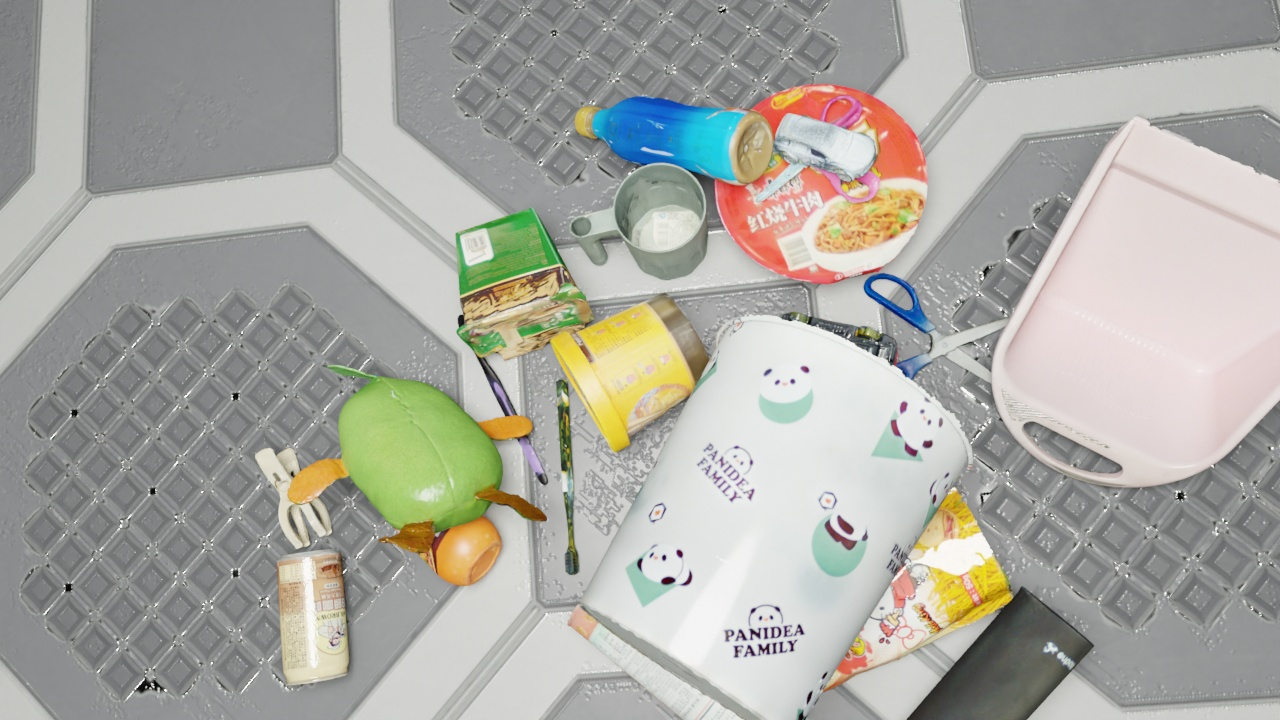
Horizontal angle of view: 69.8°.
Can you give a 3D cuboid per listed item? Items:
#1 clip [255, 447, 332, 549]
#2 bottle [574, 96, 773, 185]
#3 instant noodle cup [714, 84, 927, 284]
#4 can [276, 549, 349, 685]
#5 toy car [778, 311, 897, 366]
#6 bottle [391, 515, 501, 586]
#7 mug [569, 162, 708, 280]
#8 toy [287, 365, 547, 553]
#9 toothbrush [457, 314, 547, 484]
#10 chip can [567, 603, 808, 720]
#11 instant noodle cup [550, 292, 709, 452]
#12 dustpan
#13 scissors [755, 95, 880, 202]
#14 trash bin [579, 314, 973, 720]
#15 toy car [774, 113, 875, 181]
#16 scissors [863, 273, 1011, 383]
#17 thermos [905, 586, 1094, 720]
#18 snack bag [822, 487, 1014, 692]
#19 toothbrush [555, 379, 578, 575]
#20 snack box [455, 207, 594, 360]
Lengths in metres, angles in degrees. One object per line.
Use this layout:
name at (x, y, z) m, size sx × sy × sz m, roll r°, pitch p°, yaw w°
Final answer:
clip at (-0.336, 0.131, 0.889) m, size 0.034 × 0.070 × 0.100 m, roll -29°, pitch 85°, yaw 2°
bottle at (0.021, -0.213, 0.859) m, size 0.219 × 0.065 × 0.065 m, roll 22°, pitch 82°, yaw 40°
instant noodle cup at (0.167, -0.158, 0.868) m, size 0.194 × 0.066 × 0.193 m, roll -1°, pitch 78°, yaw 6°
can at (-0.305, 0.237, 0.855) m, size 0.058 × 0.058 × 0.116 m, roll -9°, pitch 79°, yaw 5°
toy car at (0.177, -0.009, 0.846) m, size 0.121 × 0.045 × 0.053 m, roll 16°, pitch 85°, yaw 28°
bottle at (-0.201, 0.148, 0.860) m, size 0.149 × 0.067 × 0.066 m, roll 32°, pitch 85°, yaw 18°
mug at (0.003, -0.122, 0.861) m, size 0.124 × 0.103 × 0.083 m, roll -12°, pitch 79°, yaw 5°
toy at (-0.196, 0.088, 0.819) m, size 0.226 × 0.090 × 0.247 m, roll -12°, pitch 38°, yaw -32°
toothbrush at (-0.134, 0.037, 0.897) m, size 0.014 × 0.016 × 0.189 m, roll -30°, pitch 80°, yaw 12°
chip can at (0.038, 0.271, 0.802) m, size 0.215 × 0.071 × 0.071 m, roll 36°, pitch 85°, yaw 12°
instant noodle cup at (-0.005, 0.005, 0.837) m, size 0.114 × 0.118 × 0.118 m, roll -31°, pitch 78°, yaw -7°
dustpan at (0.422, -0.019, 0.744) m, size 0.222 × 0.274 × 0.138 m, roll 27°, pitch 59°, yaw 13°
scissors at (0.158, -0.191, 0.835) m, size 0.133 × 0.017 × 0.133 m, roll 22°, pitch 85°, yaw 14°
trash bin at (0.095, 0.132, 0.715) m, size 0.229 × 0.230 × 0.251 m, roll 31°, pitch 72°, yaw 11°
toy car at (0.162, -0.191, 0.809) m, size 0.090 × 0.034 × 0.043 m, roll 24°, pitch 80°, yaw 17°
scissors at (0.269, -0.014, 0.857) m, size 0.162 × 0.012 × 0.176 m, roll -42°, pitch 79°, yaw -3°
thermos at (0.272, 0.306, 0.762) m, size 0.090 × 0.068 × 0.242 m, roll 35°, pitch 97°, yaw -25°
snack bag at (0.206, 0.202, 0.806) m, size 0.208 × 0.073 × 0.128 m, roll -26°, pitch 78°, yaw 9°
toothbrush at (-0.071, 0.109, 0.871) m, size 0.012 × 0.017 × 0.185 m, roll -6°, pitch 79°, yaw 12°
snack box at (-0.118, -0.075, 0.863) m, size 0.118 × 0.117 × 0.105 m, roll -19°, pitch 73°, yaw 0°
